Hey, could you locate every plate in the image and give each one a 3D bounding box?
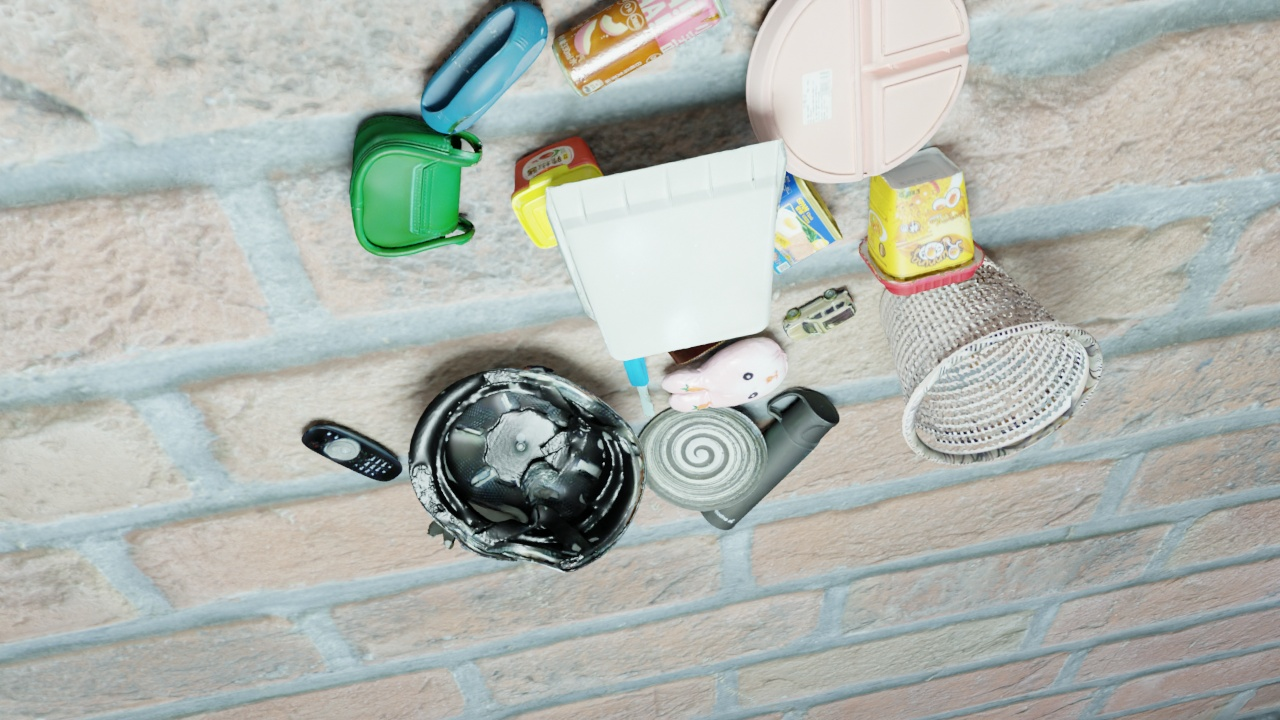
[{"bbox_3d":[0.084,0.128,1.249,0.179,0.024,0.180,3,121,5],"label":"plate"},{"bbox_3d":[0.211,-0.271,0.868,0.229,0.028,0.230,-9,127,-12],"label":"plate"}]

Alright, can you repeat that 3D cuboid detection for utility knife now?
[{"bbox_3d":[-0.007,0.007,1.129,0.034,0.018,0.217,12,143,22],"label":"utility knife"}]

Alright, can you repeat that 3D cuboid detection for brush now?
[{"bbox_3d":[-0.137,-0.250,0.795,0.144,0.073,0.055,-38,125,23],"label":"brush"}]

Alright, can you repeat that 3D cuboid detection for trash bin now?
[{"bbox_3d":[0.385,-0.020,1.079,0.227,0.191,0.228,-7,136,-7],"label":"trash bin"}]

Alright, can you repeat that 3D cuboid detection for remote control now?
[{"bbox_3d":[-0.357,0.112,1.143,0.053,0.024,0.136,-34,132,22],"label":"remote control"}]

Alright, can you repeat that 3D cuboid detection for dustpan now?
[{"bbox_3d":[0.030,-0.107,0.937,0.222,0.142,0.258,-12,124,-2],"label":"dustpan"}]

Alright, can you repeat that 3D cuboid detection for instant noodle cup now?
[{"bbox_3d":[0.299,-0.153,0.991,0.116,0.116,0.124,-15,125,1],"label":"instant noodle cup"}]

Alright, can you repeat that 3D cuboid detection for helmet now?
[{"bbox_3d":[-0.133,0.118,1.102,0.274,0.157,0.230,20,93,-10],"label":"helmet"}]

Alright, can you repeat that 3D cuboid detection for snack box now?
[{"bbox_3d":[-0.076,-0.165,0.893,0.091,0.080,0.082,-22,135,7],"label":"snack box"}]

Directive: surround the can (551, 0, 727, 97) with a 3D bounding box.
[{"bbox_3d":[-0.002,-0.289,0.801,0.147,0.057,0.058,-26,135,12],"label":"can"}]

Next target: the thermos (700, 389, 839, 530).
[{"bbox_3d":[0.168,0.134,1.284,0.090,0.068,0.243,37,120,-3],"label":"thermos"}]

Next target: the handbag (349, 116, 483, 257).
[{"bbox_3d":[-0.213,-0.162,0.869,0.120,0.068,0.132,-1,135,-15],"label":"handbag"}]

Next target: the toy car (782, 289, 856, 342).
[{"bbox_3d":[0.218,-0.052,1.119,0.090,0.035,0.042,-27,134,16],"label":"toy car"}]

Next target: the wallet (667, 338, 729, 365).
[{"bbox_3d":[0.058,-0.052,1.089,0.096,0.020,0.122,-30,134,10],"label":"wallet"}]

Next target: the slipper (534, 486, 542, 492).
[{"bbox_3d":[-0.141,0.179,1.238,0.245,0.074,0.104,32,123,-19],"label":"slipper"}]

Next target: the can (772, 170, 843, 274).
[{"bbox_3d":[0.156,-0.150,0.987,0.083,0.057,0.102,-30,134,19],"label":"can"}]

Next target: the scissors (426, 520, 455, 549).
[{"bbox_3d":[-0.223,0.201,1.147,0.015,0.202,0.204,-53,135,3],"label":"scissors"}]

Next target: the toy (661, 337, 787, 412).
[{"bbox_3d":[0.108,0.023,1.150,0.159,0.054,0.121,-19,147,5],"label":"toy"}]
